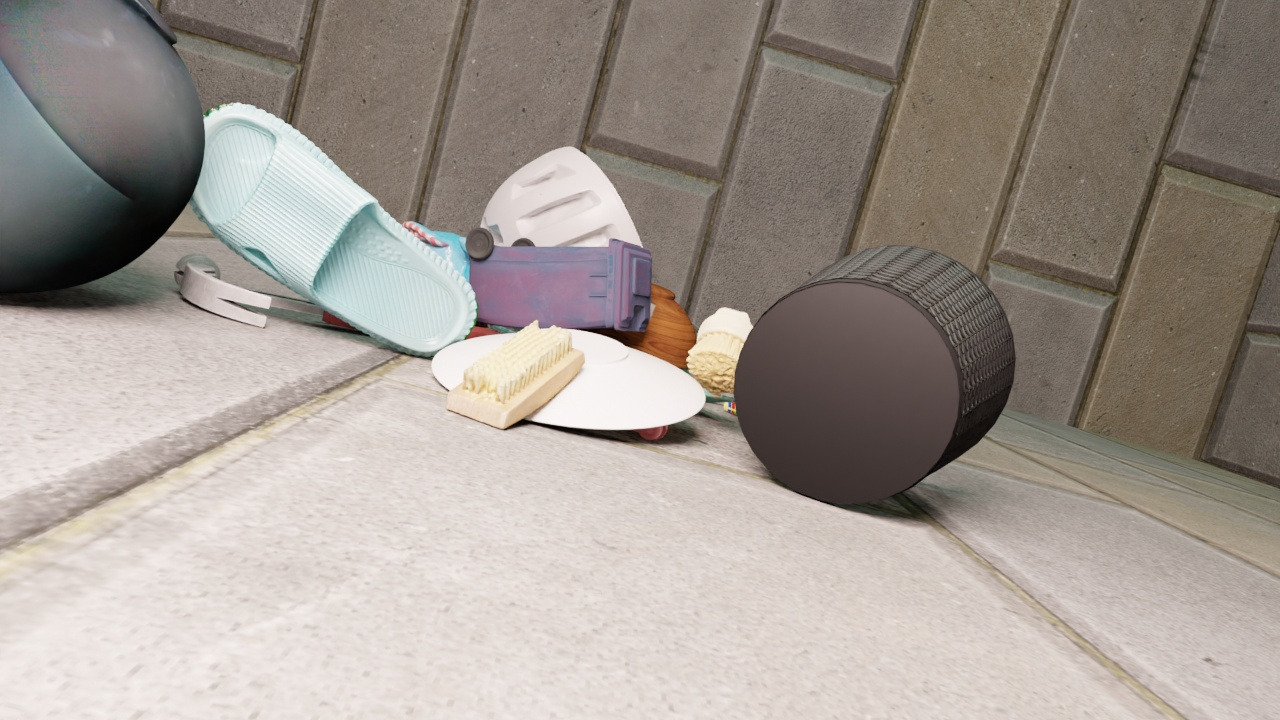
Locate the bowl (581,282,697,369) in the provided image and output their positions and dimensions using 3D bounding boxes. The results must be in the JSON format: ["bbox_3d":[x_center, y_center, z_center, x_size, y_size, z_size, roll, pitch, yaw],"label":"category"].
[{"bbox_3d":[-0.001,-0.049,0.962,0.147,0.069,0.147,18,9,-3],"label":"bowl"}]

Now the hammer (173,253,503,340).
[{"bbox_3d":[-0.261,-0.040,0.871,0.315,0.036,0.126,12,9,-40],"label":"hammer"}]

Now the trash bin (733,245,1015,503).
[{"bbox_3d":[0.192,0.011,0.767,0.217,0.217,0.242,18,13,21],"label":"trash bin"}]

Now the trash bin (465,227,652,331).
[{"bbox_3d":[-0.073,-0.074,0.866,0.161,0.092,0.093,3,2,20],"label":"trash bin"}]

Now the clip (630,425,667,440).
[{"bbox_3d":[-0.006,0.049,0.742,0.060,0.023,0.044,10,7,4],"label":"clip"}]

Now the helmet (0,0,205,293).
[{"bbox_3d":[-0.419,-0.163,0.612,0.236,0.249,0.316,43,-1,-10],"label":"helmet"}]

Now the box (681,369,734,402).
[{"bbox_3d":[-0.009,0.015,0.931,0.186,0.057,0.138,12,18,-30],"label":"box"}]

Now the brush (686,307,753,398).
[{"bbox_3d":[0.097,0.007,0.914,0.062,0.077,0.272,29,-1,15],"label":"brush"}]

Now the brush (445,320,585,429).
[{"bbox_3d":[-0.088,0.007,0.668,0.049,0.039,0.116,18,29,21],"label":"brush"}]

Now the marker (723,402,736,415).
[{"bbox_3d":[0.142,0.067,0.981,0.014,0.014,0.132,9,8,-45],"label":"marker"}]

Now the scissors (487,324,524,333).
[{"bbox_3d":[-0.108,-0.015,0.996,0.130,0.014,0.071,21,-25,-4],"label":"scissors"}]

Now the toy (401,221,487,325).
[{"bbox_3d":[-0.215,-0.087,1.121,0.181,0.114,0.183,22,-30,37],"label":"toy"}]

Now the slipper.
[{"bbox_3d":[-0.250,-0.092,0.755,0.276,0.116,0.069,39,10,-25],"label":"slipper"}]

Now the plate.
[{"bbox_3d":[-0.057,0.000,0.768,0.229,0.030,0.229,8,17,-3],"label":"plate"}]

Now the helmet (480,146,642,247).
[{"bbox_3d":[-0.090,-0.145,1.160,0.183,0.224,0.283,-41,26,-31],"label":"helmet"}]

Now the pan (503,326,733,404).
[{"bbox_3d":[-0.029,-0.011,1.174,0.357,0.051,0.200,20,7,20],"label":"pan"}]
